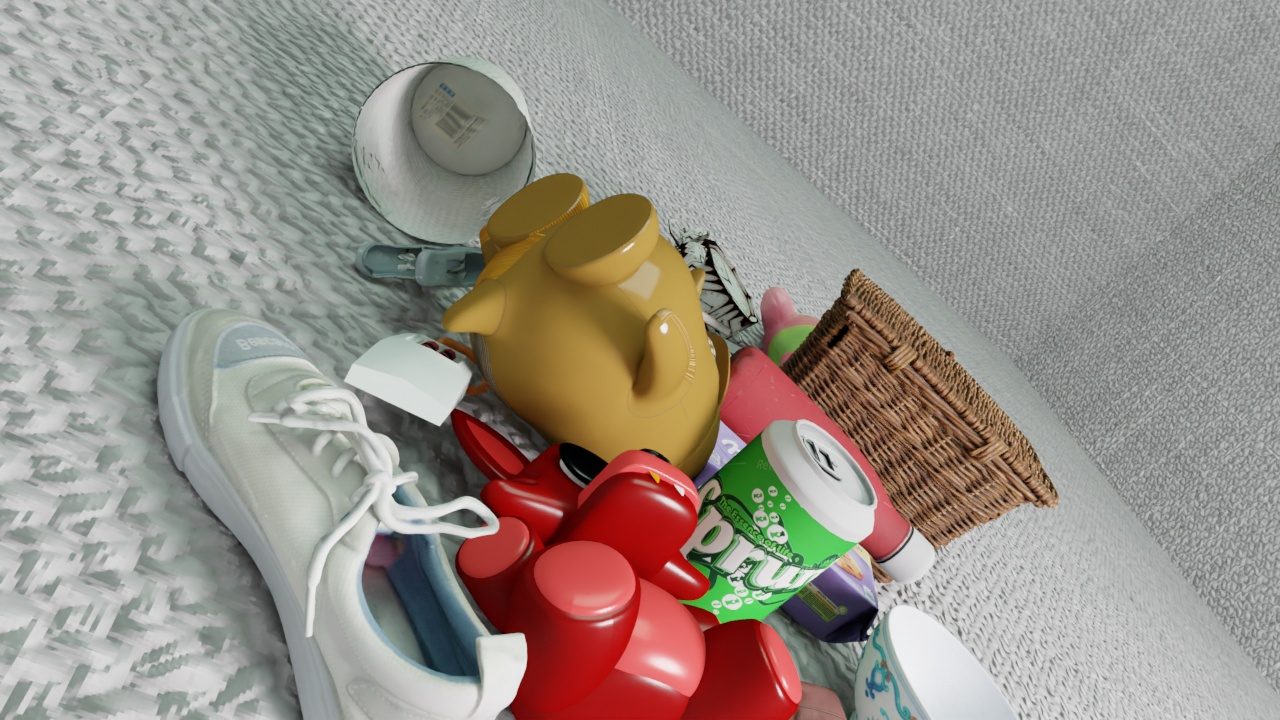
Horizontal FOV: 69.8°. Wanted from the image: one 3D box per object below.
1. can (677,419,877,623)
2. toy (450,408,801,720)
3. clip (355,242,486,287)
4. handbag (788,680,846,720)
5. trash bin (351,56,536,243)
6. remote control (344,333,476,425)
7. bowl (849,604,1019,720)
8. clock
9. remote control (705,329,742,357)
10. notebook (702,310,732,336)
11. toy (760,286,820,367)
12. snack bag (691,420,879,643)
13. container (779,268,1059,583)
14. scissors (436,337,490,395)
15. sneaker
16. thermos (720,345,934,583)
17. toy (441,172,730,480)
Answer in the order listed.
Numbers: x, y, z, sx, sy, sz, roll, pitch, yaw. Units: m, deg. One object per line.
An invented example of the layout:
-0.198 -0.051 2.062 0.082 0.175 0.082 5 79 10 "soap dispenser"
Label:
0.072 0.108 0.573 0.088 0.140 0.087 37 22 -18 "can"
-0.020 0.103 0.464 0.158 0.121 0.197 28 18 -28 "toy"
-0.099 -0.064 0.641 0.127 0.028 0.166 8 9 29 "clip"
0.075 0.208 0.561 0.119 0.029 0.055 30 27 -22 "handbag"
-0.147 -0.181 0.739 0.133 0.133 0.161 37 17 -18 "trash bin"
-0.118 0.004 0.500 0.049 0.024 0.143 26 2 -7 "remote control"
0.192 0.249 0.623 0.144 0.074 0.143 37 22 -18 "bowl"
0.066 -0.090 1.031 0.154 0.065 0.114 55 19 -15 "clock"
0.040 -0.023 0.864 0.151 0.019 0.074 28 20 8 "remote control"
-0.019 -0.092 0.893 0.209 0.008 0.141 30 4 -34 "notebook"
0.197 -0.006 1.090 0.192 0.097 0.236 46 12 -19 "toy"
0.092 0.125 0.698 0.205 0.058 0.096 41 18 -1 "snack bag"
0.220 0.068 0.857 0.250 0.183 0.162 46 21 1 "container"
-0.076 0.004 0.622 0.133 0.012 0.096 31 59 -30 "scissors"
-0.123 0.054 0.387 0.089 0.091 0.242 8 41 -56 "sneaker"
0.150 0.092 0.764 0.240 0.073 0.073 45 21 -1 "thermos"
-0.012 -0.002 0.572 0.199 0.162 0.203 29 -26 48 "toy"
